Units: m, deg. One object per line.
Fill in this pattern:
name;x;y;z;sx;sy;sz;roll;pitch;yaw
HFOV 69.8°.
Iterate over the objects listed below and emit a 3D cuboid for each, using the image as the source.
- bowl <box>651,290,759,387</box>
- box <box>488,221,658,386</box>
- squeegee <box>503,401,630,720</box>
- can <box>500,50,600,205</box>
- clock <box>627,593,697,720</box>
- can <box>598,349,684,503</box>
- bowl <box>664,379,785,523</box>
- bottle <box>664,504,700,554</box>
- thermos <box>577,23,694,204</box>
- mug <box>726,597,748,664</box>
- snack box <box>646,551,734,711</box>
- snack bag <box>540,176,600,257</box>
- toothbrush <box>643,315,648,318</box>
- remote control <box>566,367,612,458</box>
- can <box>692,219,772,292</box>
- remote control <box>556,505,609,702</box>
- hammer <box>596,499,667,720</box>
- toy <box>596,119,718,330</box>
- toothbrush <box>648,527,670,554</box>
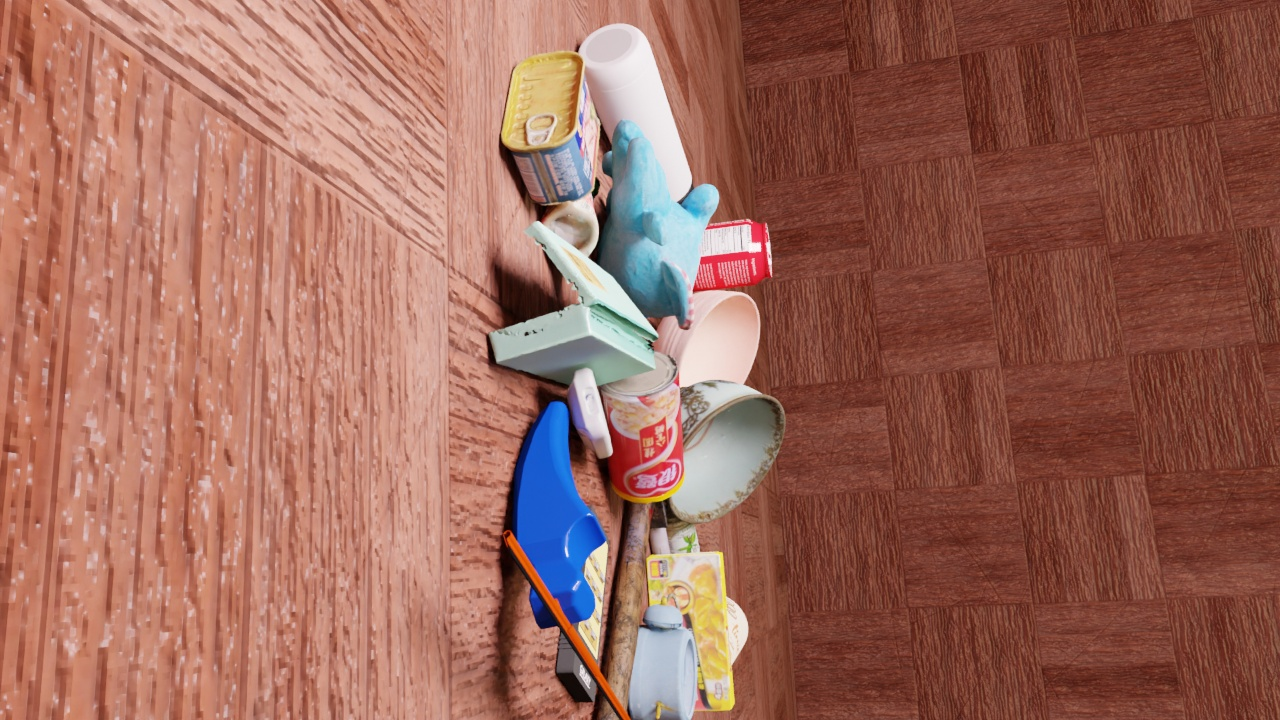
bowl;0.064;-0.016;1.053;0.152;0.076;0.153;-29;130;-40
box;-0.043;-0.039;0.641;0.188;0.077;0.091;25;52;-74
squeegee;-0.051;0.101;0.558;0.250;0.055;0.184;71;10;-47
can;-0.061;-0.164;0.651;0.059;0.054;0.099;71;18;-53
clock;0.022;0.275;0.837;0.089;0.052;0.124;72;21;-47
can;0.002;0.056;0.774;0.066;0.067;0.124;-80;168;-52
bowl;0.063;0.082;0.969;0.094;0.159;0.160;39;-22;40
bottle;0.046;0.209;1.009;0.042;0.043;0.110;-71;152;-63
thermos;-0.004;-0.233;0.923;0.101;0.068;0.230;54;-4;36
mug;0.061;0.329;0.998;0.097;0.081;0.122;-43;154;-66
snack box;0.049;0.269;0.914;0.025;0.075;0.152;28;57;-78
snack bag;-0.047;-0.126;0.745;0.154;0.044;0.087;-80;166;-64
toothbrush;-0.005;-0.087;0.962;0.132;0.016;0.021;68;19;-51
remote control;-0.038;0.042;0.676;0.133;0.022;0.050;89;-13;-77
can;0.075;-0.117;1.047;0.074;0.143;0.074;-5;89;-78
remote control;-0.041;0.178;0.682;0.058;0.013;0.133;71;18;-48
hammer;-0.010;0.216;0.773;0.329;0.033;0.120;-80;161;-50
toy;0.013;-0.126;0.811;0.183;0.114;0.181;-119;-160;-46
toothbrush;0.021;0.197;0.950;0.019;0.018;0.188;-71;153;-66
